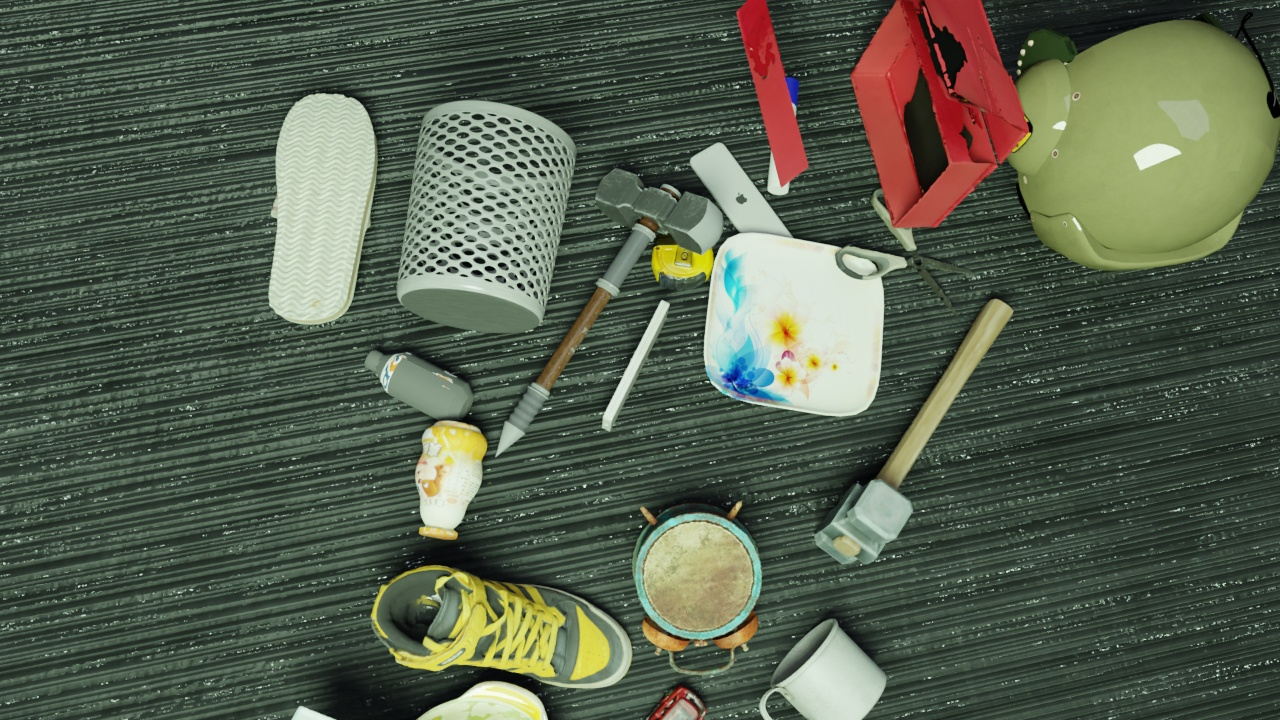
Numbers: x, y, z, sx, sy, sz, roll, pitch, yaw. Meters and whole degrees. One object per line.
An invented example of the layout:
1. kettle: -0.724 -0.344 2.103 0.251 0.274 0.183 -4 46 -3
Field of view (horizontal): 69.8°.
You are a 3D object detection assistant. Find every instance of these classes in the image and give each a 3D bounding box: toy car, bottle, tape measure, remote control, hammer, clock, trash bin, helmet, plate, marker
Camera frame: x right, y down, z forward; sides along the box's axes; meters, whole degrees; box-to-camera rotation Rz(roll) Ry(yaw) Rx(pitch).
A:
1. toy car: 0.021 0.341 0.835 0.042 0.036 0.091 42 81 8
2. bottle: -0.183 0.114 0.875 0.063 0.063 0.109 6 73 -1
3. tape measure: 0.045 -0.106 0.965 0.065 0.037 0.064 7 73 -1
4. remote control: -0.005 0.005 0.923 0.011 0.050 0.135 25 74 4
5. hammer: -0.054 -0.042 0.923 0.156 0.043 0.322 26 79 34
6. bottle: -0.220 0.022 0.908 0.112 0.047 0.047 27 74 5
7. clock: 0.054 0.212 0.855 0.121 0.073 0.157 -3 89 1
8. trash bin: -0.153 -0.133 0.905 0.156 0.156 0.183 8 76 -1
9. hammer: 0.283 0.060 0.905 0.051 0.117 0.322 37 66 8
10. helmet: 0.475 -0.201 0.892 0.250 0.256 0.232 -7 71 -6
11. plate: 0.160 -0.037 0.956 0.187 0.016 0.186 9 73 -6
12. marker: 0.159 -0.249 1.021 0.023 0.027 0.133 8 75 -1
13. remote control: 0.111 -0.174 1.004 0.045 0.008 0.146 -32 78 -11

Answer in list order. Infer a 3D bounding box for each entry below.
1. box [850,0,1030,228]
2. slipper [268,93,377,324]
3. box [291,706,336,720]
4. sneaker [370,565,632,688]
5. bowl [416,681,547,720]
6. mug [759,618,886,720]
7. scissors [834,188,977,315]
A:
1. box: 0.288 -0.298 0.857 0.124 0.378 0.211 -11 71 5
2. slipper: -0.332 -0.156 0.954 0.115 0.052 0.262 -1 70 -1
3. box: -0.195 0.355 0.737 0.197 0.078 0.122 20 93 5
4. sneaker: -0.123 0.237 0.811 0.238 0.122 0.086 10 74 1
5. bowl: -0.142 0.391 0.797 0.188 0.060 0.219 16 74 1
6. mug: 0.161 0.296 0.825 0.070 0.084 0.113 45 60 7
7. scissors: 0.283 -0.118 0.987 0.170 0.013 0.157 0 67 -16
